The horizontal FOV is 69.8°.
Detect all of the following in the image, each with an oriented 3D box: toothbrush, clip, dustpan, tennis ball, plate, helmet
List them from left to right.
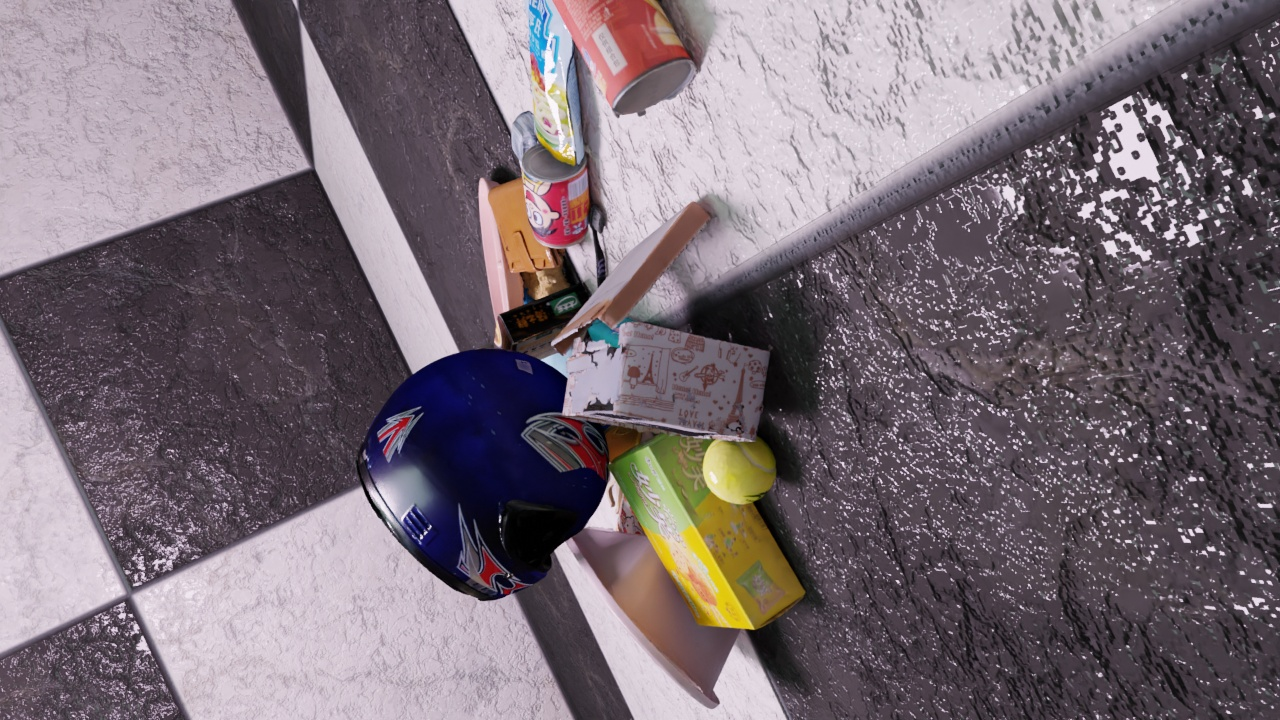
[{"bbox_3d":[-0.185,-0.130,1.228,0.230,0.028,0.229,170,91,-76],"label":"plate"},{"bbox_3d":[-0.153,0.123,1.052,0.247,0.240,0.315,56,180,38],"label":"helmet"},{"bbox_3d":[-0.042,-0.094,1.006,0.017,0.014,0.189,37,149,30],"label":"toothbrush"},{"bbox_3d":[-0.027,0.164,1.254,0.071,0.034,0.100,45,148,45],"label":"clip"},{"bbox_3d":[-0.004,0.310,1.097,0.222,0.138,0.274,46,148,-17],"label":"dustpan"},{"bbox_3d":[0.089,0.096,0.823,0.065,0.065,0.066,52,157,32],"label":"tennis ball"}]

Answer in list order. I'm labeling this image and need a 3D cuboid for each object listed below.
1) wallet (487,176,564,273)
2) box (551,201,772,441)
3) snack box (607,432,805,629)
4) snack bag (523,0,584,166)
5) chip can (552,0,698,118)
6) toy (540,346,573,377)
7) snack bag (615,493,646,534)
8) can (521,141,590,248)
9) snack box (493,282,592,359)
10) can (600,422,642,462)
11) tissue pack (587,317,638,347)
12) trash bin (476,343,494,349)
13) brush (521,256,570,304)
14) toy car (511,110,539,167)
[{"bbox_3d":[-0.132,-0.155,1.056,0.132,0.031,0.108,7,115,61],"label":"wallet"},{"bbox_3d":[0.013,-0.034,0.802,0.183,0.155,0.187,170,112,-70],"label":"box"},{"bbox_3d":[0.062,0.173,0.958,0.210,0.070,0.158,59,158,3],"label":"snack box"},{"bbox_3d":[-0.082,-0.281,0.848,0.191,0.038,0.110,90,160,-49],"label":"snack bag"},{"bbox_3d":[-0.039,-0.288,0.676,0.216,0.073,0.073,62,161,8],"label":"chip can"},{"bbox_3d":[-0.118,0.008,1.243,0.157,0.049,0.161,-6,86,48],"label":"toy"},{"bbox_3d":[0.012,0.214,1.189,0.128,0.073,0.208,53,150,31],"label":"snack bag"},{"bbox_3d":[-0.086,-0.169,0.945,0.066,0.066,0.094,51,157,34],"label":"can"},{"bbox_3d":[-0.113,-0.039,1.104,0.053,0.113,0.126,61,160,14],"label":"snack box"},{"bbox_3d":[-0.042,0.068,1.139,0.083,0.057,0.102,58,159,24],"label":"can"},{"bbox_3d":[-0.006,0.006,0.979,0.133,0.050,0.093,25,138,61],"label":"tissue pack"},{"bbox_3d":[-0.176,0.100,1.349,0.199,0.198,0.219,97,150,-54],"label":"trash bin"},{"bbox_3d":[-0.140,-0.100,1.222,0.083,0.045,0.255,66,165,-2],"label":"brush"},{"bbox_3d":[-0.122,-0.233,1.013,0.043,0.034,0.091,53,160,22],"label":"toy car"}]
